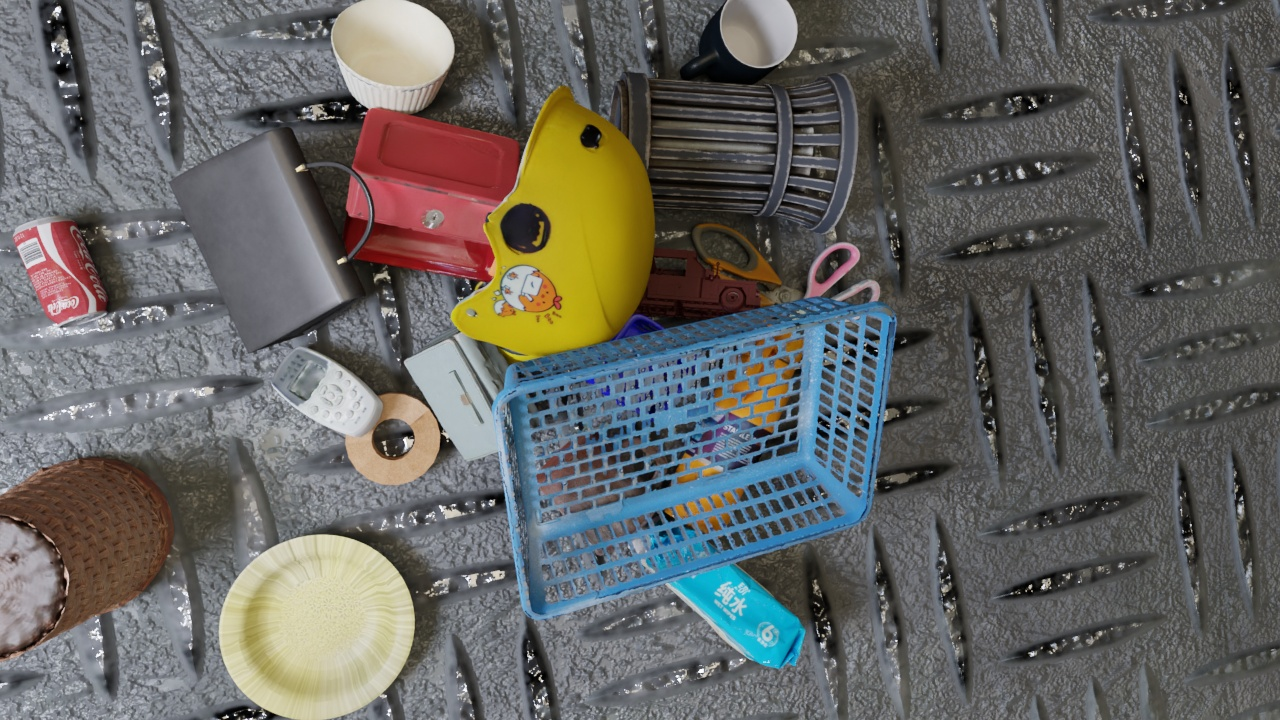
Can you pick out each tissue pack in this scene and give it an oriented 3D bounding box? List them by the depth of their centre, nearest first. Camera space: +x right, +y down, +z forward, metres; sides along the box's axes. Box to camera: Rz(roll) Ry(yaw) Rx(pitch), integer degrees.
[{"bbox_3d":[0.074,0.240,0.975,0.209,0.117,0.066,42,77,-10],"label":"tissue pack"}]

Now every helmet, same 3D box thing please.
[{"bbox_3d":[-0.053,-0.107,0.829,0.139,0.208,0.240,25,112,2],"label":"helmet"}]

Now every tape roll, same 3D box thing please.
[{"bbox_3d":[-0.254,0.080,0.945,0.094,0.027,0.094,0,91,-12],"label":"tape roll"}]

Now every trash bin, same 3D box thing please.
[{"bbox_3d":[-0.515,0.170,0.799,0.151,0.210,0.151,0,91,-13],"label":"trash bin"},{"bbox_3d":[0.084,-0.218,0.948,0.227,0.164,0.164,1,91,-9],"label":"trash bin"}]

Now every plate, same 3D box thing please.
[{"bbox_3d":[-0.324,0.266,0.930,0.184,0.036,0.184,0,91,-12],"label":"plate"}]

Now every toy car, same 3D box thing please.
[{"bbox_3d":[0.042,-0.077,0.966,0.170,0.070,0.061,5,73,7],"label":"toy car"}]

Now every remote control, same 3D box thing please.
[{"bbox_3d":[-0.311,0.033,0.914,0.114,0.028,0.060,33,82,12],"label":"remote control"}]

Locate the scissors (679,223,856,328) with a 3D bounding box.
[{"bbox_3d":[0.144,-0.068,1.035,0.229,0.016,0.114,26,87,-13],"label":"scissors"}]

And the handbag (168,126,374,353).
[{"bbox_3d":[-0.316,-0.123,0.846,0.196,0.072,0.176,-19,97,33],"label":"handbag"}]

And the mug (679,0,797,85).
[{"bbox_3d":[0.095,-0.331,0.977,0.121,0.094,0.085,-31,97,-10],"label":"mug"}]

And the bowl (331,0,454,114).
[{"bbox_3d":[-0.244,-0.293,0.908,0.115,0.063,0.115,7,62,-13],"label":"bowl"}]

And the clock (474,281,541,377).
[{"bbox_3d":[-0.126,-0.045,0.949,0.083,0.057,0.118,-33,77,-16],"label":"clock"}]

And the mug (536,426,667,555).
[{"bbox_3d":[-0.034,0.125,0.961,0.123,0.096,0.110,-42,103,-5],"label":"mug"}]

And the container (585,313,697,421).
[{"bbox_3d":[-0.006,0.006,0.953,0.085,0.114,0.084,36,84,-11],"label":"container"}]

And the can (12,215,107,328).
[{"bbox_3d":[-0.545,-0.083,0.866,0.054,0.054,0.096,-21,95,-11],"label":"can"}]

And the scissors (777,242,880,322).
[{"bbox_3d":[0.195,-0.047,1.035,0.178,0.016,0.101,-44,109,-3],"label":"scissors"}]

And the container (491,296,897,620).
[{"bbox_3d":[0.046,0.074,0.846,0.361,0.089,0.258,-13,124,-16],"label":"container"}]

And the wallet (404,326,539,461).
[{"bbox_3d":[-0.170,0.032,0.926,0.101,0.054,0.131,-25,99,32],"label":"wallet"}]

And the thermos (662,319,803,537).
[{"bbox_3d":[0.105,0.071,0.983,0.076,0.091,0.232,27,89,-8],"label":"thermos"}]

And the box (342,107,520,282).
[{"bbox_3d":[-0.200,-0.172,0.893,0.157,0.127,0.136,8,63,-13],"label":"box"}]
